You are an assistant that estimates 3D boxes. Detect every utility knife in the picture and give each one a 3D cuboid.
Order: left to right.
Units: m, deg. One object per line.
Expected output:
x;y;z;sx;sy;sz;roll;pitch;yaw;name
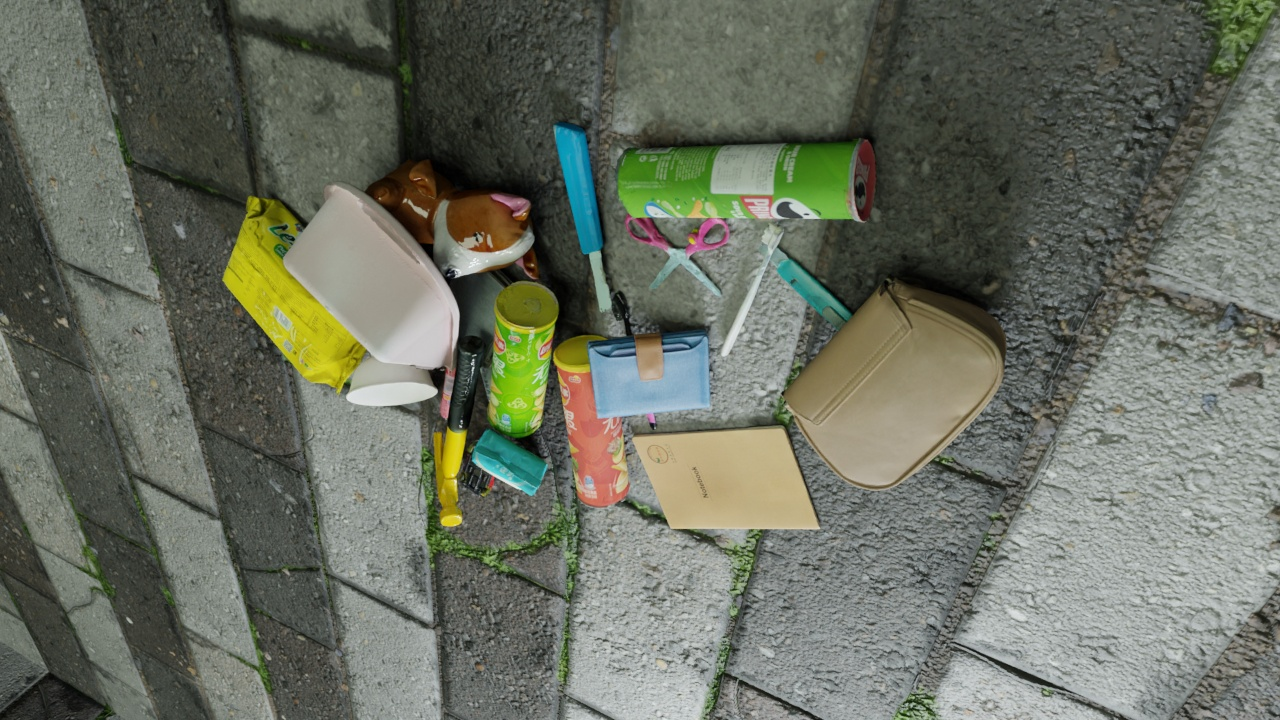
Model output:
-0.057;-0.148;0.989;0.034;0.018;0.219;5;122;26;utility knife
0.184;-0.055;0.915;0.176;0.013;0.029;43;133;-2;utility knife

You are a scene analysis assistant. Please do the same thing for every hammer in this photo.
-0.236;0.081;1.184;0.032;0.128;0.302;-1;138;-21;hammer

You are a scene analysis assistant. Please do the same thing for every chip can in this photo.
-0.143;0.007;1.092;0.072;0.072;0.222;28;141;11;chip can
-0.057;0.076;1.112;0.073;0.073;0.217;12;127;24;chip can
0.094;-0.167;0.852;0.236;0.072;0.072;6;124;28;chip can

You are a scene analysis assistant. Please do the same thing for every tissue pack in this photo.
-0.170;0.130;1.183;0.093;0.050;0.133;32;172;-6;tissue pack

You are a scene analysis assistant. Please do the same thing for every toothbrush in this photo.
-0.006;0.006;1.069;0.014;0.017;0.189;4;124;31;toothbrush
0.110;-0.068;0.942;0.016;0.016;0.181;38;138;19;toothbrush

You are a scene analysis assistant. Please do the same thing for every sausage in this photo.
-0.251;0.024;1.225;0.020;0.020;0.156;28;131;11;sausage

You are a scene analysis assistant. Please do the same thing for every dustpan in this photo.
-0.284;-0.100;1.070;0.222;0.273;0.139;44;96;-1;dustpan

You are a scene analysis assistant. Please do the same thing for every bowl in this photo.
-0.335;0.016;1.229;0.119;0.118;0.064;-20;71;39;bowl

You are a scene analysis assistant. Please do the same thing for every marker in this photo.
-0.193;0.037;1.201;0.023;0.018;0.131;3;123;19;marker

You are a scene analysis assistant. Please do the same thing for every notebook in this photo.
0.101;0.146;1.108;0.208;0.008;0.148;-7;117;34;notebook

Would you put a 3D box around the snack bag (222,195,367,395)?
-0.459;-0.081;1.225;0.246;0.068;0.158;48;132;3;snack bag

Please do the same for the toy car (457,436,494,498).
-0.221;0.147;1.285;0.049;0.031;0.107;31;130;8;toy car

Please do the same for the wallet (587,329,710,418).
0.011;0.015;1.016;0.133;0.040;0.106;-6;124;-1;wallet

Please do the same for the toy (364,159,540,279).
-0.205;-0.148;1.014;0.200;0.130;0.140;14;152;10;toy

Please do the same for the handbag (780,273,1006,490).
0.241;0.019;0.872;0.148;0.099;0.205;38;122;1;handbag

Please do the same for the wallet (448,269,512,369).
-0.193;-0.061;1.120;0.106;0.036;0.130;44;131;9;wallet

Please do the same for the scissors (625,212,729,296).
0.039;-0.115;0.959;0.134;0.017;0.134;40;136;-4;scissors
